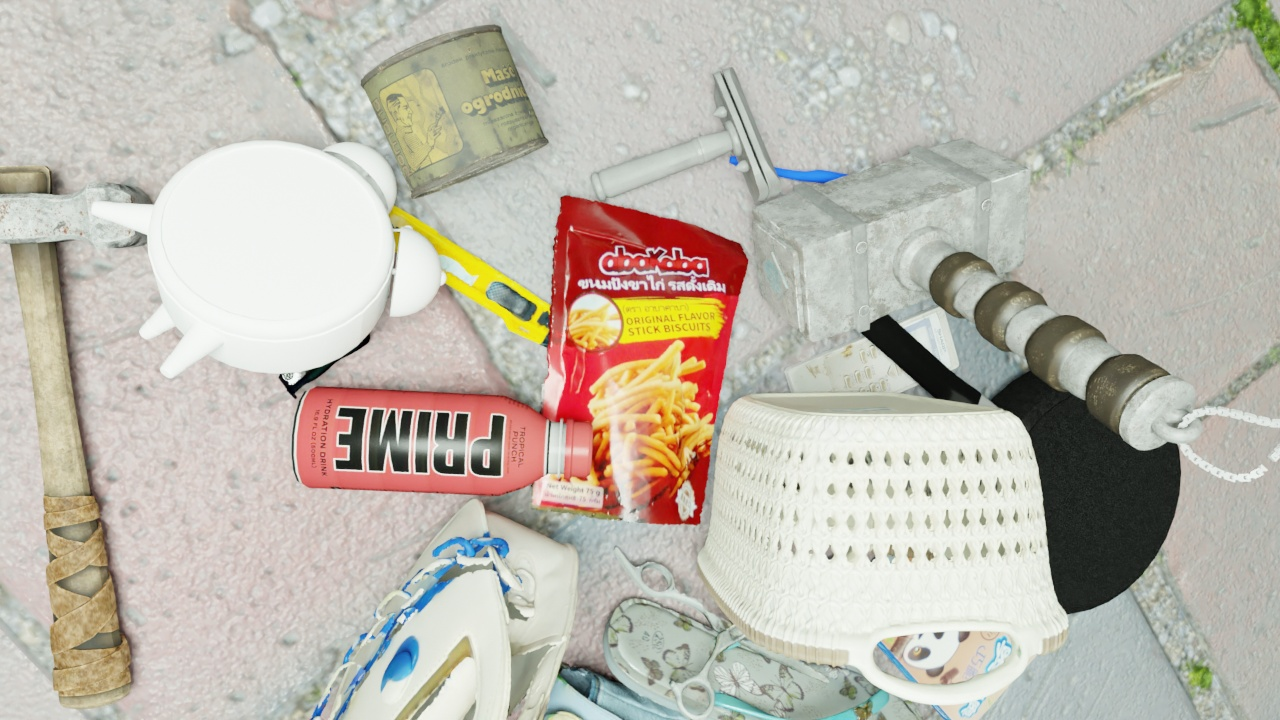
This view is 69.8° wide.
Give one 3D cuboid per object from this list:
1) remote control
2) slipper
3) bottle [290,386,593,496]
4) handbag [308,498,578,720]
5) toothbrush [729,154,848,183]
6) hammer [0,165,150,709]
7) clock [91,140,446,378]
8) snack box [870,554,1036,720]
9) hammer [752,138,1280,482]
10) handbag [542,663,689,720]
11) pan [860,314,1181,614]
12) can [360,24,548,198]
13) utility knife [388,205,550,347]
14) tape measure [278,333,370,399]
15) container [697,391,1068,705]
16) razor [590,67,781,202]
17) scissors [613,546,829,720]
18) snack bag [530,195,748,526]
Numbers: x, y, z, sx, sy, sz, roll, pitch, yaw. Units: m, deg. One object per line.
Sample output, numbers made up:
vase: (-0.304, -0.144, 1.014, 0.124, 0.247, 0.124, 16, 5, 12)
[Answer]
remote control: (0.176, 0.005, 0.689, 0.135, 0.011, 0.050, -22, 101, -13)
slipper: (0.102, 0.230, 0.644, 0.268, 0.098, 0.055, 22, 126, -15)
bottle: (-0.118, 0.051, 0.566, 0.176, 0.062, 0.062, 3, 95, -4)
handbag: (-0.118, 0.188, 0.520, 0.093, 0.199, 0.201, 32, 101, -18)
toothbrush: (0.149, -0.133, 0.664, 0.182, 0.016, 0.018, 6, 89, -16)
hammer: (-0.338, 0.050, 0.532, 0.121, 0.049, 0.319, -4, 99, -13)
clock: (-0.204, -0.056, 0.524, 0.160, 0.073, 0.125, -23, 74, -27)
snack box: (0.232, 0.208, 0.714, 0.087, 0.034, 0.151, -44, 105, -8)
hammer: (0.209, -0.029, 0.534, 0.176, 0.326, 0.080, -20, 125, -11)
handbag: (0.003, 0.289, 0.614, 0.192, 0.119, 0.121, 26, 85, -12)
pan: (0.286, 0.061, 0.702, 0.355, 0.044, 0.204, 37, 85, -20)
can: (-0.110, -0.148, 0.549, 0.089, 0.090, 0.074, -25, 102, -12)
utility knife: (-0.114, -0.055, 0.599, 0.151, 0.017, 0.030, 32, 75, -14)
tape measure: (-0.208, -0.019, 0.564, 0.061, 0.034, 0.061, -39, 103, -10)
container: (0.136, 0.095, 0.567, 0.184, 0.246, 0.143, 0, 91, -8)
razor: (0.023, -0.134, 0.611, 0.116, 0.047, 0.088, -19, 74, 2)
scissors: (0.052, 0.181, 0.635, 0.175, 0.014, 0.141, 35, 45, 11)
snack bag: (-0.004, 0.004, 0.623, 0.138, 0.067, 0.208, 9, 85, -16)
